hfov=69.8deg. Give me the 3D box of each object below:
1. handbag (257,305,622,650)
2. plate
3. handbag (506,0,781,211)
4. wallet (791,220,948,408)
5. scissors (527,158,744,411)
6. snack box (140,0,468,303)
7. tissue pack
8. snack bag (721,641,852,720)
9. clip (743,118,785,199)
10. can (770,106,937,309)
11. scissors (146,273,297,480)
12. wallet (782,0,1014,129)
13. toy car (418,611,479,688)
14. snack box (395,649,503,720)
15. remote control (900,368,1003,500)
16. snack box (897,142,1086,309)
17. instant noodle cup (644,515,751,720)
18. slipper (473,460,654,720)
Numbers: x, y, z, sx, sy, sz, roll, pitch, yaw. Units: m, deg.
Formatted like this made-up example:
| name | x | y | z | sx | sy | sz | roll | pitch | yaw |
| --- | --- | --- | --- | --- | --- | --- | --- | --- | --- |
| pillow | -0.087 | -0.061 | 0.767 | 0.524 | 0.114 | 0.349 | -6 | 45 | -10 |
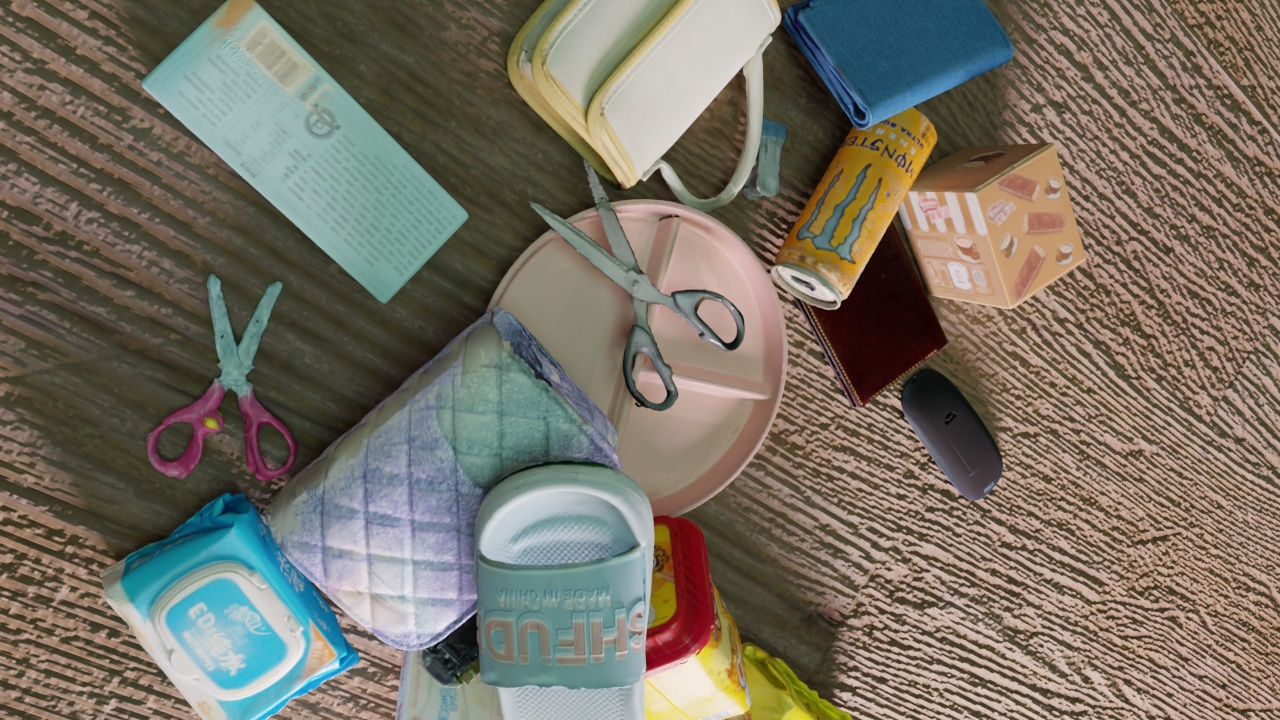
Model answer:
| name | x | y | z | sx | sy | sz | roll | pitch | yaw |
| --- | --- | --- | --- | --- | --- | --- | --- | --- | --- |
| handbag | -0.116 | 0.075 | 0.565 | 0.194 | 0.075 | 0.134 | -39 | 109 | 6 |
| plate | -0.004 | 0.004 | 0.638 | 0.229 | 0.028 | 0.229 | -5 | 103 | -20 |
| handbag | 0.026 | -0.187 | 0.597 | 0.178 | 0.063 | 0.163 | 43 | 86 | -26 |
| wallet | 0.177 | -0.035 | 0.706 | 0.096 | 0.020 | 0.122 | -35 | 112 | -6 |
| scissors | 0.000 | -0.045 | 0.609 | 0.173 | 0.014 | 0.159 | 6 | 97 | -20 |
| snack box | -0.187 | -0.118 | 0.529 | 0.074 | 0.051 | 0.175 | -47 | 112 | -5 |
| tissue pack | -0.246 | 0.156 | 0.556 | 0.090 | 0.063 | 0.140 | -32 | 110 | -13 |
| snack bag | 0.066 | 0.343 | 0.700 | 0.246 | 0.068 | 0.158 | -48 | 124 | -6 |
| clip | 0.088 | -0.142 | 0.649 | 0.024 | 0.029 | 0.057 | 11 | 89 | -25 |
| can | 0.151 | -0.111 | 0.650 | 0.058 | 0.058 | 0.146 | 35 | 81 | -23 |
| scissors | -0.239 | 0.015 | 0.558 | 0.105 | 0.017 | 0.136 | 26 | 87 | -22 |
| wallet | 0.177 | -0.225 | 0.634 | 0.133 | 0.040 | 0.106 | -27 | 77 | -17 |
| toy car | -0.108 | 0.177 | 0.615 | 0.042 | 0.035 | 0.090 | 41 | 60 | 4 |
| snack box | -0.088 | 0.239 | 0.629 | 0.156 | 0.027 | 0.084 | 15 | 54 | -22 |
| remote control | 0.262 | 0.064 | 0.755 | 0.053 | 0.024 | 0.136 | -43 | 112 | -7 |
| snack box | 0.257 | -0.102 | 0.681 | 0.077 | 0.093 | 0.094 | -31 | 110 | -13 |
| instant noodle cup | 0.014 | 0.190 | 0.634 | 0.116 | 0.116 | 0.124 | -25 | 124 | 15 |
| slipper | -0.044 | 0.171 | 0.521 | 0.104 | 0.074 | 0.246 | 0 | 110 | 9 |
